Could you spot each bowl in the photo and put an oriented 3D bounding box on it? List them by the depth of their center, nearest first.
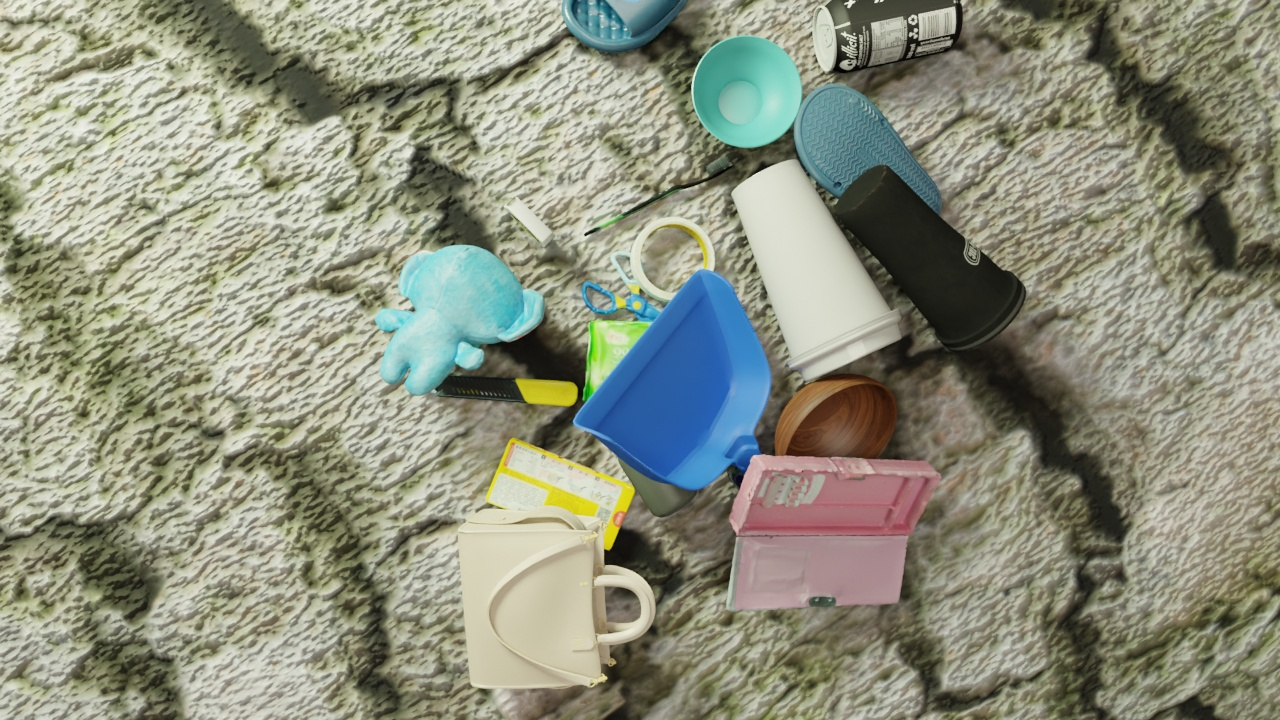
[{"bbox_3d":[0.202,0.068,1.013,0.147,0.069,0.147,-15,128,-20],"label":"bowl"},{"bbox_3d":[0.115,-0.293,1.022,0.121,0.046,0.121,0,91,-4],"label":"bowl"}]

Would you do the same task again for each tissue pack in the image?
[{"bbox_3d":[-0.006,0.006,1.021,0.114,0.034,0.099,2,96,-5],"label":"tissue pack"}]

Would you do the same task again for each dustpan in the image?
[{"bbox_3d":[0.079,0.074,0.993,0.244,0.060,0.258,-51,122,-30],"label":"dustpan"}]

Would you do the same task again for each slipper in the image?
[{"bbox_3d":[0.011,-0.421,1.008,0.213,0.059,0.104,-39,95,-4],"label":"slipper"},{"bbox_3d":[0.250,-0.212,1.025,0.213,0.059,0.103,40,85,-19],"label":"slipper"}]

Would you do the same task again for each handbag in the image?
[{"bbox_3d":[-0.082,0.251,0.969,0.198,0.101,0.194,-1,98,13],"label":"handbag"}]

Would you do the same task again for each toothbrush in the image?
[{"bbox_3d":[0.019,-0.185,1.035,0.188,0.014,0.017,-26,79,-3],"label":"toothbrush"}]

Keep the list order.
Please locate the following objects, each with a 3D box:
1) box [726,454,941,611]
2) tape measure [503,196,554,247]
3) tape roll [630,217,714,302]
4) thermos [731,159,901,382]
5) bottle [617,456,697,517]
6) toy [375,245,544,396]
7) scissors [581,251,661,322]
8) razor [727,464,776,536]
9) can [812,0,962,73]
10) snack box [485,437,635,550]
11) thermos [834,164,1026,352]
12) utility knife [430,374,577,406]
[{"bbox_3d":[0.204,0.185,1.003,0.232,0.051,0.180,6,107,-24],"label":"box"},{"bbox_3d":[-0.122,-0.151,1.000,0.064,0.065,0.017,45,88,-5],"label":"tape measure"},{"bbox_3d":[0.036,-0.113,1.027,0.094,0.019,0.094,1,86,-11],"label":"tape roll"},{"bbox_3d":[0.183,-0.100,0.997,0.131,0.131,0.222,-25,85,-3],"label":"thermos"},{"bbox_3d":[0.013,0.116,1.015,0.060,0.060,0.108,-33,93,-3],"label":"bottle"},{"bbox_3d":[-0.199,-0.037,0.979,0.183,0.115,0.180,22,70,18],"label":"toy"},{"bbox_3d":[0.002,-0.070,1.038,0.132,0.020,0.097,28,91,-5],"label":"scissors"},{"bbox_3d":[0.136,0.181,1.045,0.044,0.018,0.141,-29,93,-2],"label":"razor"},{"bbox_3d":[0.272,-0.369,1.013,0.146,0.080,0.080,-13,92,-3],"label":"can"},{"bbox_3d":[-0.089,0.149,1.027,0.152,0.025,0.075,22,89,-3],"label":"snack box"},{"bbox_3d":[0.309,-0.110,0.987,0.218,0.106,0.106,41,88,-16],"label":"thermos"},{"bbox_3d":[-0.163,0.031,1.023,0.186,0.020,0.029,5,89,-5],"label":"utility knife"}]
